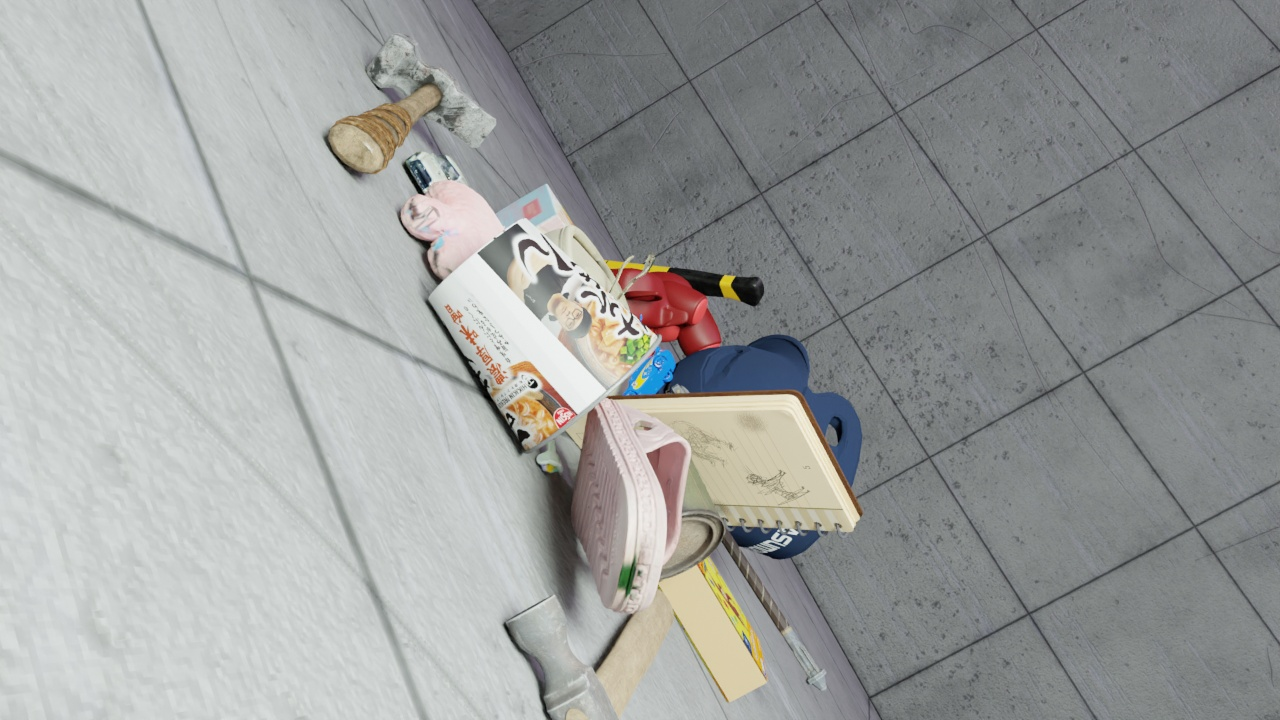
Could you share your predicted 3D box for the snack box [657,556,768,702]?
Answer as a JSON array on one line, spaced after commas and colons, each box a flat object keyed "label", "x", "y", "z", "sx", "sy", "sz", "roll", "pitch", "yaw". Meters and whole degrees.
[{"label": "snack box", "x": 0.065, "y": 0.234, "z": 0.846, "sx": 0.126, "sy": 0.040, "sz": 0.088, "roll": 59, "pitch": 5, "yaw": -4}]

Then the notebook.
[{"label": "notebook", "x": 0.057, "y": 0.090, "z": 0.770, "sx": 0.167, "sy": 0.226, "sz": 0.024, "roll": 57, "pitch": 45, "yaw": -35}]

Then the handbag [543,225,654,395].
[{"label": "handbag", "x": -0.041, "y": -0.038, "z": 0.865, "sx": 0.229, "sy": 0.132, "sz": 0.183, "roll": 57, "pitch": 14, "yaw": -53}]

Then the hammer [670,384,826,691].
[{"label": "hammer", "x": 0.089, "y": 0.182, "z": 0.913, "sx": 0.322, "sy": 0.098, "sz": 0.044, "roll": 57, "pitch": 5, "yaw": 14}]

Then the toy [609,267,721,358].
[{"label": "toy", "x": -0.005, "y": -0.055, "z": 1.086, "sx": 0.197, "sy": 0.159, "sz": 0.120, "roll": 11, "pitch": 84, "yaw": -62}]

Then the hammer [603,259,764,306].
[{"label": "hammer", "x": 0.014, "y": -0.112, "z": 1.192, "sx": 0.325, "sy": 0.034, "sz": 0.170, "roll": 11, "pitch": -36, "yaw": 34}]

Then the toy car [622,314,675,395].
[{"label": "toy car", "x": -0.005, "y": 0.005, "z": 0.860, "sx": 0.062, "sy": 0.092, "sz": 0.033, "roll": 33, "pitch": -15, "yaw": 29}]

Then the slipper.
[{"label": "slipper", "x": -0.001, "y": 0.085, "z": 0.585, "sx": 0.239, "sy": 0.064, "sz": 0.094, "roll": -130, "pitch": -131, "yaw": -76}]

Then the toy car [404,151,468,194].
[{"label": "toy car", "x": -0.174, "y": -0.159, "z": 0.809, "sx": 0.048, "sy": 0.033, "sz": 0.105, "roll": 61, "pitch": 6, "yaw": -6}]

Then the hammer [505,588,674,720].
[{"label": "hammer", "x": -0.007, "y": 0.184, "z": 0.579, "sx": 0.119, "sy": 0.031, "sz": 0.331, "roll": 61, "pitch": 2, "yaw": 8}]

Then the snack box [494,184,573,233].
[{"label": "snack box", "x": -0.104, "y": -0.121, "z": 0.994, "sx": 0.095, "sy": 0.079, "sz": 0.093, "roll": 57, "pitch": 6, "yaw": -33}]

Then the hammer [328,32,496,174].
[{"label": "hammer", "x": -0.189, "y": -0.197, "z": 0.738, "sx": 0.121, "sy": 0.049, "sz": 0.318, "roll": 39, "pitch": 17, "yaw": -16}]

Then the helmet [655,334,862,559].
[{"label": "helmet", "x": 0.108, "y": 0.079, "z": 1.074, "sx": 0.223, "sy": 0.233, "sz": 0.271, "roll": 29, "pitch": 42, "yaw": -13}]

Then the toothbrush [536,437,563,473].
[{"label": "toothbrush", "x": -0.076, "y": 0.042, "z": 0.715, "sx": 0.022, "sy": 0.015, "sz": 0.154, "roll": 26, "pitch": 18, "yaw": -22}]

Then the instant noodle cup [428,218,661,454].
[{"label": "instant noodle cup", "x": -0.071, "y": -0.023, "z": 0.626, "sx": 0.122, "sy": 0.124, "sz": 0.123, "roll": 50, "pitch": 7, "yaw": -6}]

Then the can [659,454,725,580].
[{"label": "can", "x": 0.012, "y": 0.118, "z": 0.713, "sx": 0.090, "sy": 0.090, "sz": 0.074, "roll": 53, "pitch": 9, "yaw": -51}]

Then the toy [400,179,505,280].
[{"label": "toy", "x": -0.137, "y": -0.091, "z": 0.698, "sx": 0.108, "sy": 0.053, "sz": 0.105, "roll": 61, "pitch": 16, "yaw": 6}]
